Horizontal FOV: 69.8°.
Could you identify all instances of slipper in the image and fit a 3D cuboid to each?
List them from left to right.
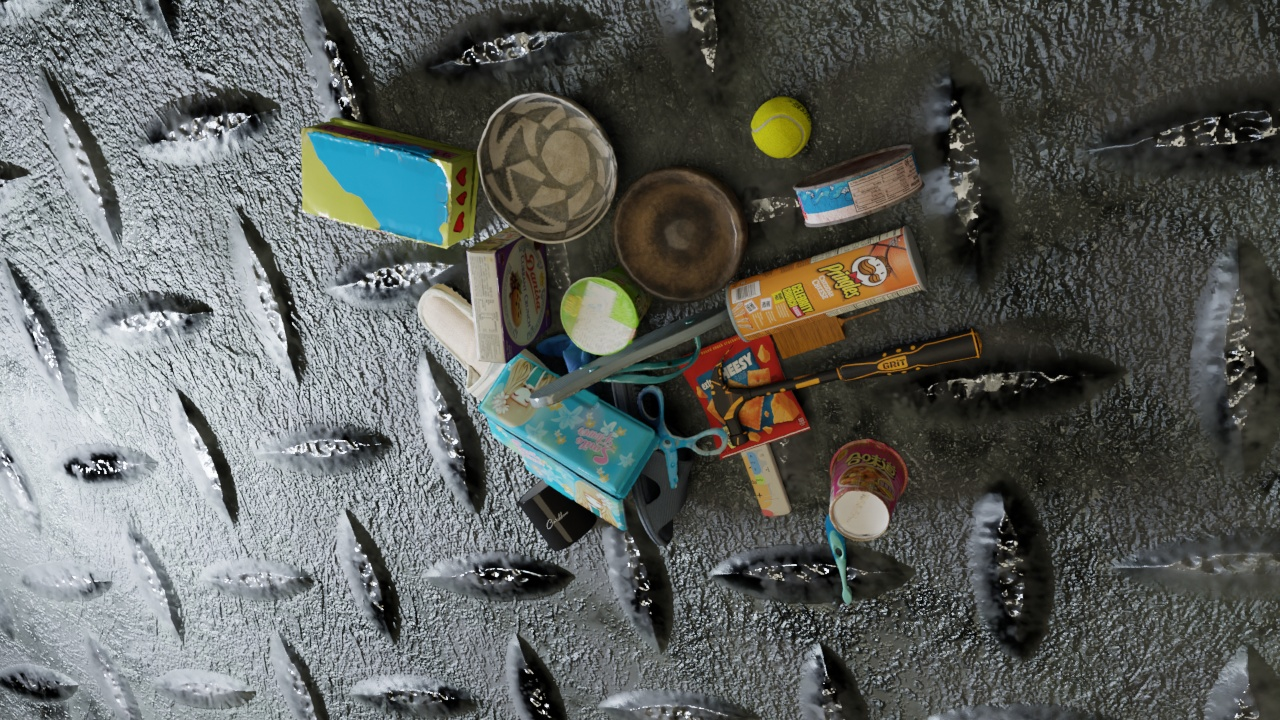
[{"bbox_3d":[-0.206,0.004,1.260,0.272,0.053,0.115,42,134,5],"label":"slipper"},{"bbox_3d":[-0.007,0.007,1.123,0.268,0.098,0.055,-24,103,-9],"label":"slipper"},{"bbox_3d":[0.029,0.113,1.206,0.083,0.101,0.264,-10,102,16],"label":"slipper"}]

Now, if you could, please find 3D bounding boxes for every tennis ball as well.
[{"bbox_3d":[0.156,-0.258,1.015,0.065,0.065,0.065,7,114,17],"label":"tennis ball"}]

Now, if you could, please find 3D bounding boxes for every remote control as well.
[{"bbox_3d":[0.164,0.152,1.211,0.038,0.018,0.125,-13,108,24],"label":"remote control"}]

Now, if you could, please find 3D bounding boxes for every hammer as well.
[{"bbox_3d":[0.239,0.012,1.094,0.321,0.036,0.123,-15,98,18],"label":"hammer"}]

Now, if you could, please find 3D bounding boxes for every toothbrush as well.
[{"bbox_3d":[0.266,0.262,1.222,0.022,0.017,0.135,-8,106,23],"label":"toothbrush"}]

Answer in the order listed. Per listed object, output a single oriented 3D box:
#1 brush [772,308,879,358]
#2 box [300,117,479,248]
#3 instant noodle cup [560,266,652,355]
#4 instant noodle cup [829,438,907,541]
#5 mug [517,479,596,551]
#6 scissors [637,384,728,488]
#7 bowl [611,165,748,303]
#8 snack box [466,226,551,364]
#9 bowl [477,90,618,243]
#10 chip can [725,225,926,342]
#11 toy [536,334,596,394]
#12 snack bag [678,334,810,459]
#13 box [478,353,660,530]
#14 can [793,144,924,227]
[{"bbox_3d":[0.223,-0.042,1.108,0.127,0.017,0.048,-19,104,26],"label":"brush"},{"bbox_3d":[-0.326,-0.232,1.198,0.221,0.082,0.125,13,116,12],"label":"box"},{"bbox_3d":[-0.034,-0.070,1.139,0.099,0.107,0.099,7,113,17],"label":"instant noodle cup"},{"bbox_3d":[0.274,0.164,1.124,0.098,0.108,0.098,8,114,17],"label":"instant noodle cup"},{"bbox_3d":[-0.103,0.204,1.305,0.113,0.078,0.088,-35,97,2],"label":"mug"},{"bbox_3d":[0.038,0.091,1.147,0.134,0.011,0.139,-19,95,13],"label":"scissors"},{"bbox_3d":[0.052,-0.154,1.094,0.162,0.070,0.162,7,114,17],"label":"bowl"},{"bbox_3d":[-0.163,-0.088,1.156,0.041,0.147,0.143,5,113,17],"label":"snack box"},{"bbox_3d":[-0.101,-0.237,1.110,0.178,0.081,0.179,8,114,18],"label":"bowl"},{"bbox_3d":[0.212,-0.086,1.059,0.215,0.075,0.075,-17,105,25],"label":"chip can"},{"bbox_3d":[-0.078,0.018,1.213,0.113,0.070,0.176,-20,87,48],"label":"toy"},{"bbox_3d":[0.129,0.041,1.164,0.131,0.039,0.144,-22,97,25],"label":"snack bag"},{"bbox_3d":[-0.101,0.109,1.158,0.227,0.085,0.170,28,115,23],"label":"box"},{"bbox_3d":[0.232,-0.187,0.980,0.130,0.129,0.044,-15,106,25],"label":"can"}]
